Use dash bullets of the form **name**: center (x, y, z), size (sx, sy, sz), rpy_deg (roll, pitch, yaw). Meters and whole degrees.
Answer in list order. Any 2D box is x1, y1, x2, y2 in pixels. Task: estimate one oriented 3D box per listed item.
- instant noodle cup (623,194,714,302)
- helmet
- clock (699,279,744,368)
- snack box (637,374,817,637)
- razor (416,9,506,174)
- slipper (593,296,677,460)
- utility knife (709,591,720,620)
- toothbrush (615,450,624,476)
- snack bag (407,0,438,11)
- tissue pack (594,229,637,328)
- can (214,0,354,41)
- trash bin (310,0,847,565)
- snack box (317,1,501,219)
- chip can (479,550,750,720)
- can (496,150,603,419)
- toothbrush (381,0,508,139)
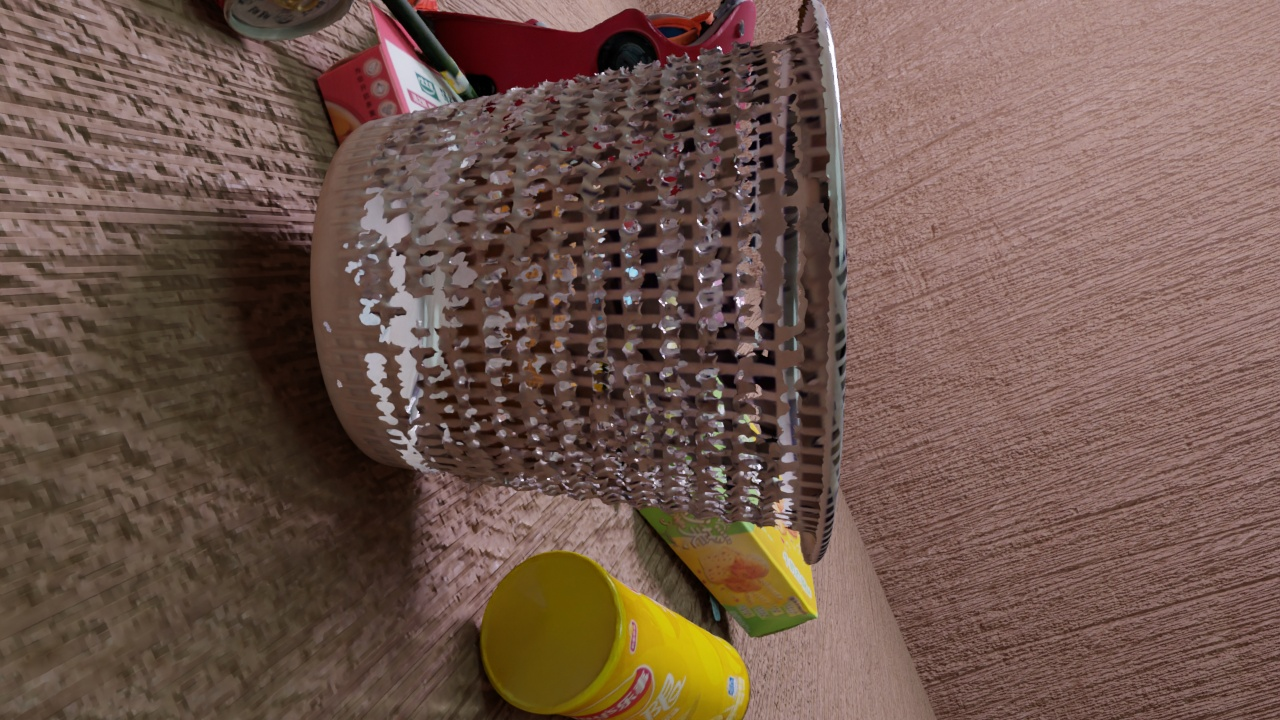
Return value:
- **instant noodle cup**: center (-0.002, -0.141, 0.891), size (0.138, 0.138, 0.108), rpy_deg (58, 6, -34)
- **helmet**: center (-0.033, -0.185, 0.669), size (0.207, 0.239, 0.144), rpy_deg (32, -53, 59)
- **clock**: center (0.052, -0.021, 0.924), size (0.059, 0.117, 0.158), rpy_deg (23, 59, -19)
- **snack box**: center (0.079, 0.124, 0.822), size (0.210, 0.070, 0.157), rpy_deg (53, 24, -32)
- **razor**: center (-0.130, -0.214, 0.717), size (0.143, 0.022, 0.042), rpy_deg (60, 14, -28)
- **slipper**: center (-0.004, 0.004, 0.747), size (0.190, 0.082, 0.092), rpy_deg (-72, 161, -49)
- **utility knife**: center (0.059, 0.158, 0.864), size (0.031, 0.022, 0.212), rpy_deg (54, 12, -35)
- **toothbrush**: center (-0.010, 0.059, 0.762), size (0.189, 0.016, 0.014), rpy_deg (-88, 157, -63)
- **snack bag**: center (-0.174, -0.290, 0.653), size (0.104, 0.026, 0.048), rpy_deg (64, 14, -10)
- **tissue pack**: center (-0.048, -0.076, 0.724), size (0.090, 0.063, 0.139), rpy_deg (61, 13, -15)
- **can**: center (-0.174, -0.203, 0.418), size (0.094, 0.067, 0.066), rpy_deg (68, 13, 3)
- **trash bin**: center (-0.020, -0.029, 0.392), size (0.227, 0.192, 0.227), rpy_deg (1, 88, -84)
- **snack box**: center (-0.125, -0.120, 0.528), size (0.113, 0.044, 0.127), rpy_deg (6, 63, -75)
- **chip can**: center (-0.003, 0.164, 0.493), size (0.213, 0.072, 0.072), rpy_deg (50, 22, -55)
- **can**: center (-0.056, -0.041, 0.519), size (0.058, 0.058, 0.146), rpy_deg (28, 68, -70)
- **toothbrush**: center (-0.113, -0.172, 0.532), size (0.186, 0.012, 0.017), rpy_deg (50, 17, -52)
